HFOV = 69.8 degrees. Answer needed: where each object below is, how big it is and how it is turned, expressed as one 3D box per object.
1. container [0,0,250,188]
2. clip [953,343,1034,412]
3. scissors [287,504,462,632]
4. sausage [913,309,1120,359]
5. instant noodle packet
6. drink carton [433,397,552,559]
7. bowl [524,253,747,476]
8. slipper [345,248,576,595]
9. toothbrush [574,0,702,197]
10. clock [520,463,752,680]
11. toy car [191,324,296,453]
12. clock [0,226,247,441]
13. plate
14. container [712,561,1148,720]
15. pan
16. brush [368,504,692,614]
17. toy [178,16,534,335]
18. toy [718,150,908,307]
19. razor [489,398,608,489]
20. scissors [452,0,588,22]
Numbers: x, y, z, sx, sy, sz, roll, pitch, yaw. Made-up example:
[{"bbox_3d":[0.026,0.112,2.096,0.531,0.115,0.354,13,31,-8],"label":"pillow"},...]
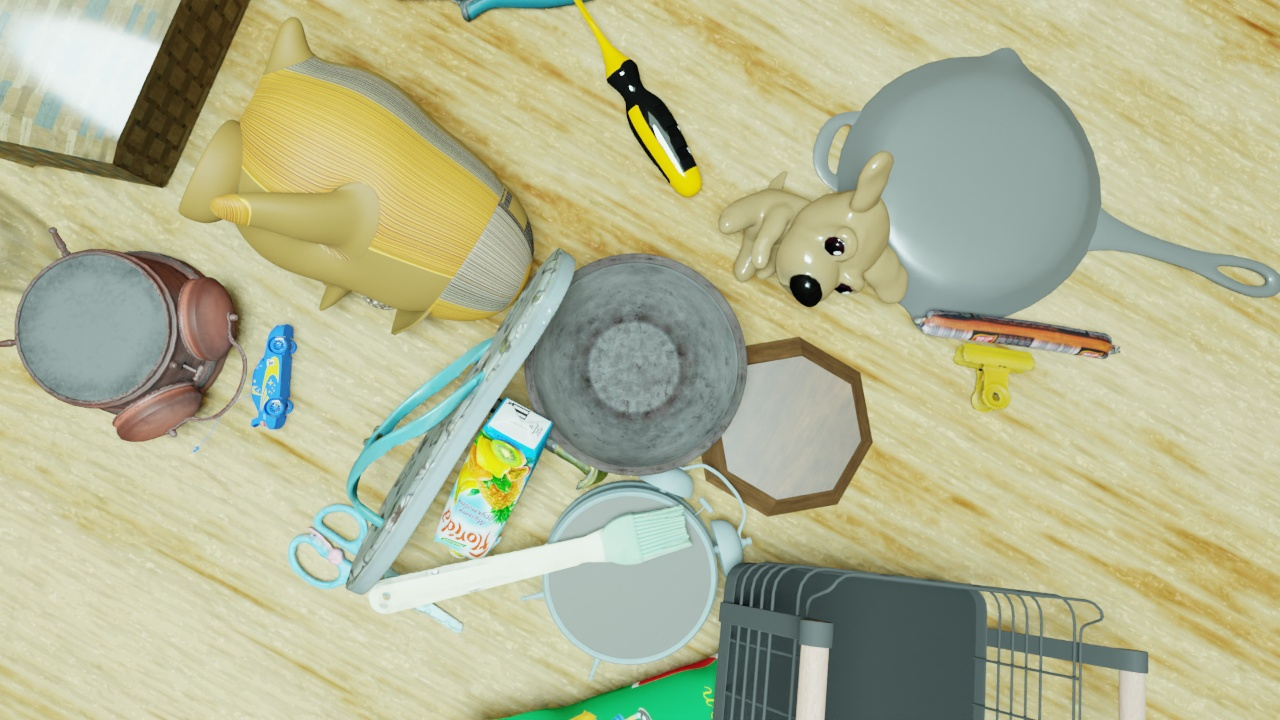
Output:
[{"bbox_3d":[-0.375,-0.249,0.590,0.186,0.157,0.250,23,88,-11],"label":"container"},{"bbox_3d":[0.253,0.013,0.651,0.053,0.039,0.047,9,80,-2],"label":"clip"},{"bbox_3d":[-0.181,0.153,0.652,0.138,0.015,0.063,31,84,-6],"label":"scissors"},{"bbox_3d":[0.270,-0.019,0.655,0.155,0.020,0.020,7,88,-6],"label":"sausage"},{"bbox_3d":[0.022,0.300,0.608,0.252,0.090,0.195,-16,89,-7],"label":"instant noodle packet"},{"bbox_3d":[-0.099,0.083,0.609,0.044,0.038,0.129,29,126,-1],"label":"drink carton"},{"bbox_3d":[-0.004,0.003,0.629,0.145,0.067,0.145,0,88,-1],"label":"bowl"},{"bbox_3d":[-0.132,0.032,0.589,0.054,0.098,0.269,32,105,-15],"label":"slipper"},{"bbox_3d":[-0.012,-0.202,0.650,0.031,0.031,0.196,-29,94,40],"label":"toothbrush"},{"bbox_3d":[0.002,0.138,0.636,0.159,0.045,0.122,-41,90,0],"label":"clock"},{"bbox_3d":[-0.276,0.019,0.638,0.062,0.033,0.092,3,88,-8],"label":"toy car"},{"bbox_3d":[-0.338,-0.013,0.620,0.157,0.072,0.120,26,88,0],"label":"clock"},{"bbox_3d":[0.103,0.047,0.651,0.131,0.025,0.131,0,88,-1],"label":"plate"},{"bbox_3d":[0.166,0.214,0.553,0.241,0.130,0.162,11,77,-21],"label":"container"},{"bbox_3d":[0.298,-0.106,0.661,0.354,0.024,0.216,17,88,-1],"label":"pan"},{"bbox_3d":[-0.074,0.134,0.608,0.217,0.012,0.033,-13,89,0],"label":"brush"},{"bbox_3d":[-0.168,-0.095,0.600,0.203,0.198,0.163,29,116,-18],"label":"toy"},{"bbox_3d":[0.115,-0.085,0.622,0.108,0.134,0.105,20,63,33],"label":"toy"},{"bbox_3d":[-0.071,0.053,0.646,0.106,0.042,0.026,33,95,10],"label":"razor"},{"bbox_3d":[-0.103,-0.277,0.659,0.129,0.019,0.137,39,93,-6],"label":"scissors"}]
